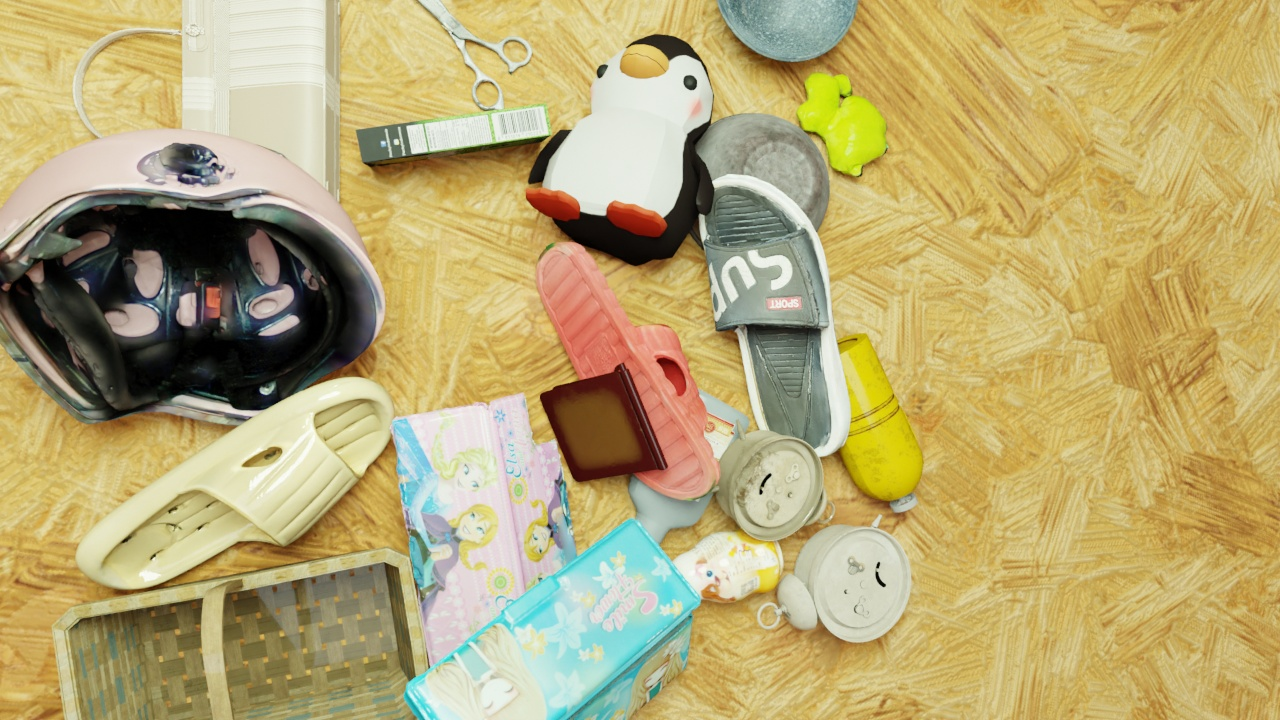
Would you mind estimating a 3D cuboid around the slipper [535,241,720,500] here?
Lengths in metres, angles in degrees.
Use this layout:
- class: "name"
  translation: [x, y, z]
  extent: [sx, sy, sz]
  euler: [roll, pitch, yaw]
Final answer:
- class: "slipper"
  translation: [-0.005, 0.005, 0.777]
  extent: [0.059, 0.104, 0.248]
  euler: [-22, 74, -38]

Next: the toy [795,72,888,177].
- class: "toy"
  translation: [0.189, -0.221, 0.857]
  extent: [0.093, 0.036, 0.094]
  euler: [16, 81, -8]

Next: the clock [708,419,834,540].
- class: "clock"
  translation: [0.122, 0.113, 0.815]
  extent: [0.140, 0.055, 0.093]
  euler: [29, 88, -30]

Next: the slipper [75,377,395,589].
- class: "slipper"
  translation: [-0.298, 0.113, 0.707]
  extent: [0.261, 0.111, 0.079]
  euler: [-30, 59, -7]

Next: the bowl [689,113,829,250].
- class: "bowl"
  translation: [0.112, -0.156, 0.823]
  extent: [0.145, 0.067, 0.145]
  euler: [0, 91, -13]

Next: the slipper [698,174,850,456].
- class: "slipper"
  translation: [0.111, -0.029, 0.787]
  extent: [0.062, 0.111, 0.264]
  euler: [-40, 120, -47]

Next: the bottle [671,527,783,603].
- class: "bottle"
  translation: [0.070, 0.185, 0.819]
  extent: [0.109, 0.063, 0.063]
  euler: [-10, 93, -16]

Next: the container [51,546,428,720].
- class: "container"
  translation: [-0.286, 0.230, 0.675]
  extent: [0.249, 0.186, 0.157]
  euler: [-9, 93, -13]

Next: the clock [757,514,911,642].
- class: "clock"
  translation: [0.173, 0.209, 0.848]
  extent: [0.156, 0.061, 0.103]
  euler: [-18, 97, -20]

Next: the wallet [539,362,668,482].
- class: "wallet"
  translation: [-0.032, 0.054, 0.772]
  extent: [0.018, 0.116, 0.091]
  euler: [-27, 98, -42]

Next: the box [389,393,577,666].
- class: "box"
  translation: [-0.113, 0.146, 0.755]
  extent: [0.160, 0.063, 0.230]
  euler: [-12, 94, -33]

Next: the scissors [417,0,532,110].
- class: "scissors"
  translation: [-0.162, -0.272, 0.784]
  extent: [0.161, 0.014, 0.117]
  euler: [20, 86, -15]

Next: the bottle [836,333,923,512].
- class: "bottle"
  translation: [0.212, 0.062, 0.849]
  extent: [0.071, 0.071, 0.164]
  euler: [-28, 97, -11]

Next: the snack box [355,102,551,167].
- class: "snack box"
  translation: [-0.151, -0.183, 0.749]
  extent: [0.147, 0.080, 0.025]
  euler: [-11, 101, -10]

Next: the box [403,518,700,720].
- class: "box"
  translation: [-0.049, 0.251, 0.717]
  extent: [0.226, 0.085, 0.170]
  euler: [-32, 108, -31]

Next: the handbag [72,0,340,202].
- class: "handbag"
  translation: [-0.345, -0.214, 0.731]
  extent: [0.198, 0.062, 0.175]
  euler: [0, 91, -5]

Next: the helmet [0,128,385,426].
- class: "helmet"
  translation: [-0.318, -0.068, 0.665]
  extent: [0.255, 0.230, 0.152]
  euler: [-10, 49, -6]

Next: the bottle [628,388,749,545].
- class: "bottle"
  translation: [0.030, 0.107, 0.819]
  extent: [0.072, 0.046, 0.161]
  euler: [29, 84, -12]

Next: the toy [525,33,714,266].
- class: "toy"
  translation: [0.002, -0.183, 0.783]
  extent: [0.159, 0.140, 0.184]
  euler: [13, 77, 19]

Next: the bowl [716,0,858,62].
- class: "bowl"
  translation: [0.122, -0.330, 0.827]
  extent: [0.137, 0.057, 0.137]
  euler: [0, 91, -13]
